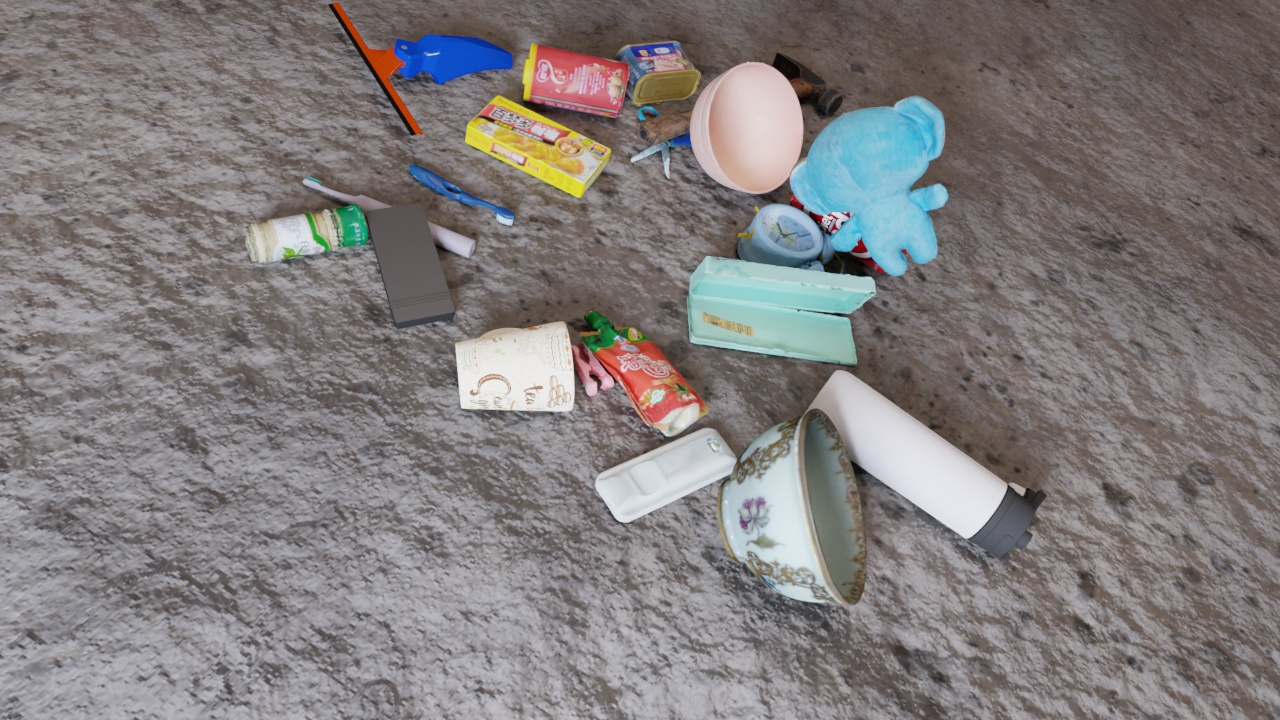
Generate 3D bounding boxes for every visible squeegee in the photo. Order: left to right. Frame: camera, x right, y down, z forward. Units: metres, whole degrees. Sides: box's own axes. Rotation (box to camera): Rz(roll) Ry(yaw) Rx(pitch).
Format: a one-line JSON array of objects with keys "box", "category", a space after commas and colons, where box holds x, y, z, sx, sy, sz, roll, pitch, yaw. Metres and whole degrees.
[{"box": [-0.234, -0.360, 1.092, 0.184, 0.055, 0.249, -12, 56, -38], "category": "squeegee"}]

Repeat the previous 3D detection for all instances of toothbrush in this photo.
[{"box": [-0.258, -0.149, 0.937, 0.188, 0.018, 0.019, 22, 51, 1], "category": "toothbrush"}, {"box": [-0.193, -0.178, 0.984, 0.132, 0.016, 0.021, 27, 49, 9], "category": "toothbrush"}]

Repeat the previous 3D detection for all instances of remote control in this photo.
[{"box": [-0.225, -0.094, 0.892, 0.058, 0.013, 0.133, -12, 64, -19], "category": "remote control"}, {"box": [0.026, 0.099, 0.820, 0.133, 0.022, 0.050, -20, 61, -30], "category": "remote control"}]

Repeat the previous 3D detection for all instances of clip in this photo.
[{"box": [-0.045, 0.007, 0.875, 0.043, 0.023, 0.060, 1, 54, -21], "category": "clip"}]

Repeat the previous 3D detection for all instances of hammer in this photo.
[{"box": [0.117, -0.330, 1.180, 0.329, 0.033, 0.120, -26, 59, -36], "category": "hammer"}]

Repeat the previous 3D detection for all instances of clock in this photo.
[{"box": [0.170, -0.124, 1.025, 0.124, 0.052, 0.088, 30, 50, 4], "category": "clock"}]

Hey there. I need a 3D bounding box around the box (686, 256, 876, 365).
[{"box": [0.144, -0.043, 0.954, 0.188, 0.077, 0.091, 7, 75, -12], "category": "box"}]

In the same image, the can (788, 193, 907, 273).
[{"box": [0.248, -0.164, 1.065, 0.142, 0.075, 0.074, 34, 51, 11], "category": "can"}]

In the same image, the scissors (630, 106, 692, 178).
[{"box": [0.039, -0.266, 1.124, 0.117, 0.014, 0.129, 7, 50, -13], "category": "scissors"}]

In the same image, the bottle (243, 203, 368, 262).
[{"box": [-0.320, -0.122, 0.881, 0.109, 0.043, 0.042, -16, 59, -27], "category": "bottle"}]

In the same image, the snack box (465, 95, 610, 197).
[{"box": [-0.117, -0.247, 1.054, 0.152, 0.025, 0.075, 27, 50, 5], "category": "snack box"}]

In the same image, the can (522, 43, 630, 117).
[{"box": [-0.079, -0.338, 1.111, 0.124, 0.067, 0.066, 8, 50, -11], "category": "can"}]

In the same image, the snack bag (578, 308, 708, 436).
[{"box": [-0.005, 0.005, 0.879, 0.087, 0.044, 0.155, -9, 48, -46], "category": "snack bag"}]

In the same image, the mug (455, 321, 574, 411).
[{"box": [-0.118, -0.001, 0.836, 0.097, 0.081, 0.122, -5, 33, -12], "category": "mug"}]

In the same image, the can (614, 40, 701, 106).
[{"box": [0.020, -0.367, 1.174, 0.099, 0.054, 0.059, -15, 60, -26], "category": "can"}]

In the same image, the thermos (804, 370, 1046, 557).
[{"box": [0.271, 0.092, 0.876, 0.230, 0.069, 0.101, 36, 38, 11], "category": "thermos"}]

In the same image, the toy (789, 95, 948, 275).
[{"box": [0.259, -0.184, 0.977, 0.114, 0.184, 0.180, -36, 98, -51], "category": "toy"}]

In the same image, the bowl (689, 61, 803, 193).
[{"box": [0.114, -0.272, 1.089, 0.152, 0.153, 0.076, -24, 22, -31], "category": "bowl"}]

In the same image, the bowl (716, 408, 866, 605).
[{"box": [0.120, 0.127, 0.766, 0.094, 0.160, 0.159, -14, 45, 25], "category": "bowl"}]
